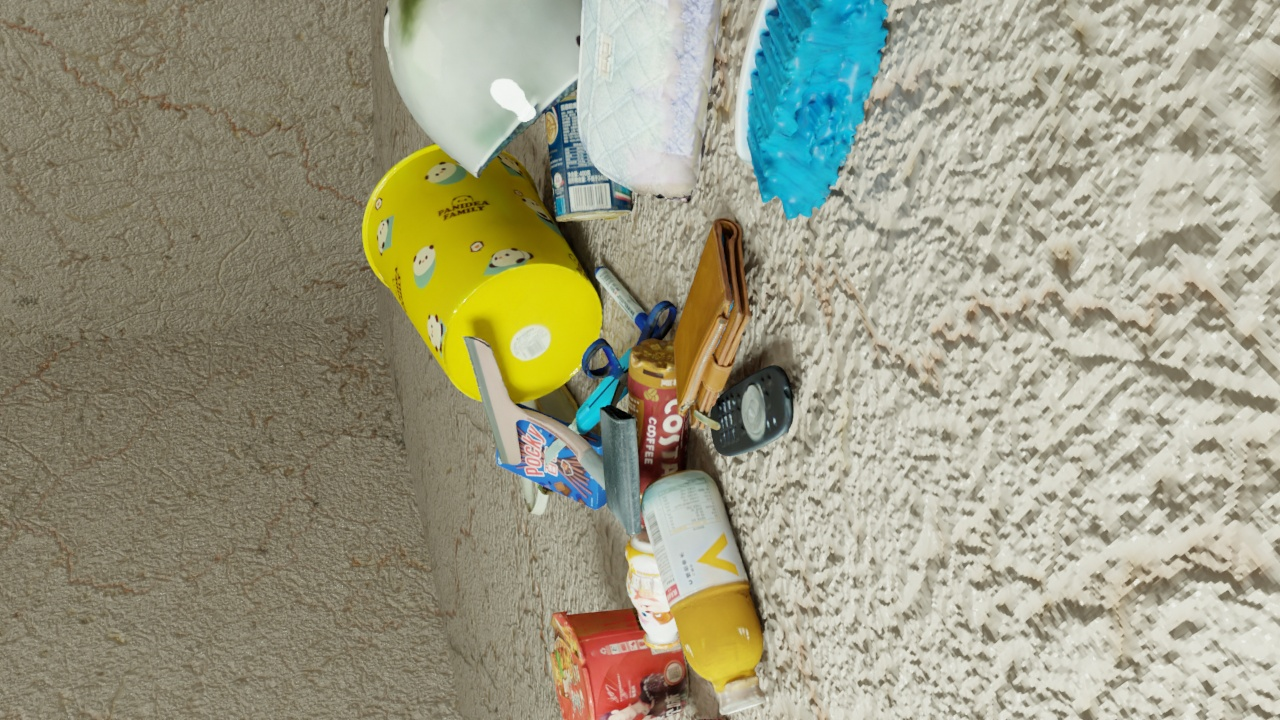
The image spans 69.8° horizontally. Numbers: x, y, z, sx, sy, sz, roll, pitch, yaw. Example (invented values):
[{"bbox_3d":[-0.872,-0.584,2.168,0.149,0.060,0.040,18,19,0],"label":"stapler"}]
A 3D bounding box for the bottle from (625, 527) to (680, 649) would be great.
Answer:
[{"bbox_3d":[0.019,0.211,0.850,0.063,0.063,0.108,-151,56,-65],"label":"bottle"}]

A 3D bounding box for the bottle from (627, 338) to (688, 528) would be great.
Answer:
[{"bbox_3d":[0.014,0.069,0.821,0.057,0.057,0.175,-129,37,-55],"label":"bottle"}]

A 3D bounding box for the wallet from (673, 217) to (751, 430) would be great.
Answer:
[{"bbox_3d":[0.051,-0.021,0.697,0.131,0.035,0.118,108,162,-47],"label":"wallet"}]

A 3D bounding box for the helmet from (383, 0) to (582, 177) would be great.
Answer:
[{"bbox_3d":[-0.146,-0.315,0.842,0.231,0.157,0.273,-29,44,31],"label":"helmet"}]

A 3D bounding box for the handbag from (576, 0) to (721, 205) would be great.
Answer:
[{"bbox_3d":[0.004,-0.234,0.713,0.134,0.075,0.194,40,136,44],"label":"handbag"}]

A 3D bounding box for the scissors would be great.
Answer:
[{"bbox_3d":[-0.015,0.009,0.837,0.012,0.164,0.163,48,117,24],"label":"scissors"}]

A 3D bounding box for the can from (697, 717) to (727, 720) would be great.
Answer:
[{"bbox_3d":[0.038,0.354,0.802,0.067,0.093,0.066,173,90,-70],"label":"can"}]

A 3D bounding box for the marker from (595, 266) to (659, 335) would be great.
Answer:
[{"bbox_3d":[-0.016,-0.060,0.915,0.145,0.016,0.017,-128,37,-53],"label":"marker"}]

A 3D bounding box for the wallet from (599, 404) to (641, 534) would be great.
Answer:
[{"bbox_3d":[-0.020,0.092,0.802,0.121,0.019,0.097,-166,73,-78],"label":"wallet"}]

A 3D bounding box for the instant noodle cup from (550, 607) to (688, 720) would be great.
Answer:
[{"bbox_3d":[-0.021,0.313,0.921,0.138,0.108,0.138,173,90,-70],"label":"instant noodle cup"}]

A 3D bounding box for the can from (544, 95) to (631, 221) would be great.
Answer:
[{"bbox_3d":[-0.050,-0.190,0.878,0.075,0.075,0.111,-173,76,-69],"label":"can"}]

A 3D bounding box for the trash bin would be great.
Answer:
[{"bbox_3d":[-0.177,-0.097,1.062,0.255,0.229,0.230,52,144,44],"label":"trash bin"}]

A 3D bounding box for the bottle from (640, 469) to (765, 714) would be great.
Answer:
[{"bbox_3d":[0.054,0.184,0.740,0.068,0.068,0.189,119,139,-57],"label":"bottle"}]

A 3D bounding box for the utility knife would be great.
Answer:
[{"bbox_3d":[-0.054,0.057,0.977,0.239,0.018,0.034,-47,51,46],"label":"utility knife"}]

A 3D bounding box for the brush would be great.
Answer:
[{"bbox_3d":[0.103,-0.240,0.501,0.109,0.060,0.315,-115,30,-47],"label":"brush"}]

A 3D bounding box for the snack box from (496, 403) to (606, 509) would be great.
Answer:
[{"bbox_3d":[-0.105,0.109,1.079,0.157,0.026,0.085,19,120,30],"label":"snack box"}]

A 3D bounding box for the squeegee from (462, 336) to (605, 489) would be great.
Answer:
[{"bbox_3d":[-0.066,0.101,0.961,0.250,0.040,0.248,34,151,23],"label":"squeegee"}]

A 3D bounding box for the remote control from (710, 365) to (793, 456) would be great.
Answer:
[{"bbox_3d":[0.084,0.039,0.671,0.137,0.024,0.053,139,127,-67],"label":"remote control"}]

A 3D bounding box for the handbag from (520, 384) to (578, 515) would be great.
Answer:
[{"bbox_3d":[-0.132,0.107,1.201,0.163,0.063,0.179,-131,44,-54],"label":"handbag"}]
